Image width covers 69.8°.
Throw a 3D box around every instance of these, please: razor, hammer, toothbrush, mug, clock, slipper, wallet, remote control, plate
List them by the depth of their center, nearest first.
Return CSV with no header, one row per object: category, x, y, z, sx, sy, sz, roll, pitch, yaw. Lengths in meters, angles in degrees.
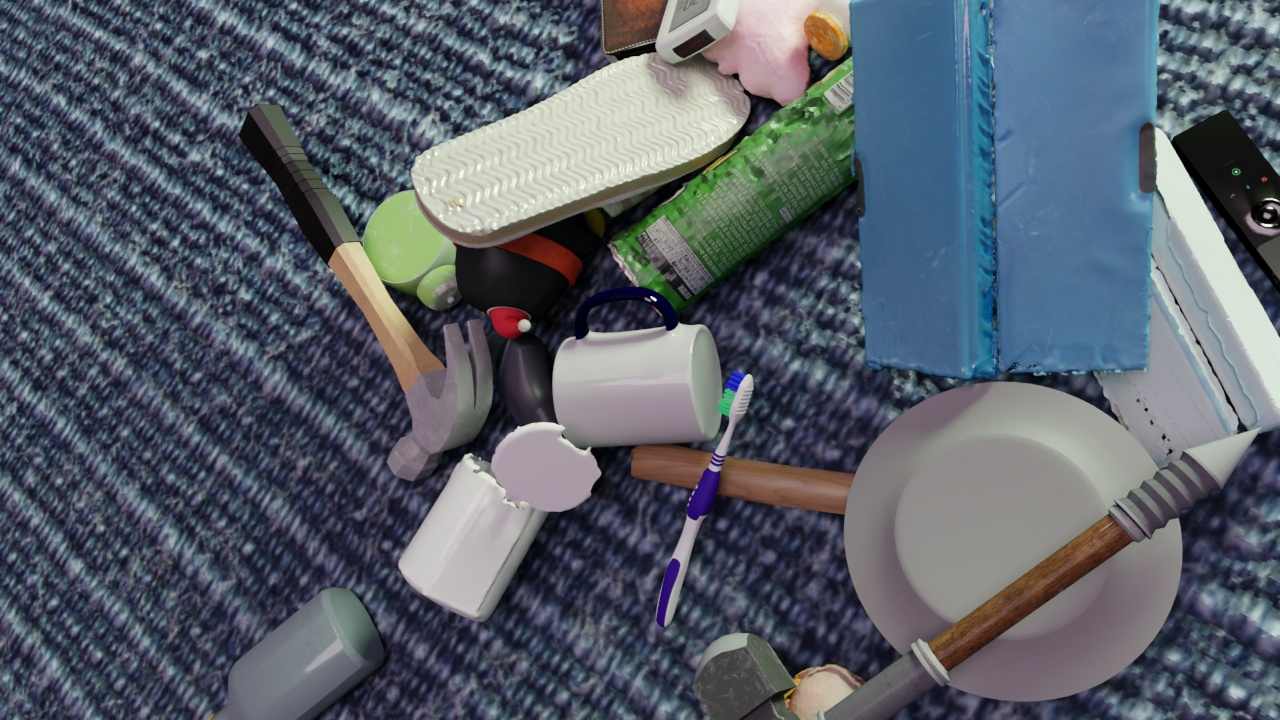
hammer,0.186,0.139,0.489,0.323,0.043,0.156,-41,63,12
plate,0.203,0.099,0.518,0.179,0.012,0.178,-7,74,26
remote control,0.375,-0.082,0.546,0.034,0.013,0.150,-29,70,13
hammer,0.144,0.087,0.582,0.329,0.052,0.098,5,80,25
toothbrush,0.039,0.094,0.606,0.016,0.015,0.187,27,107,31
mug,-0.004,0.004,0.624,0.097,0.078,0.112,-5,113,20
slipper,-0.037,-0.146,0.640,0.262,0.052,0.115,-30,68,-27
razor,-0.071,0.037,0.675,0.052,0.047,0.143,-47,67,32
remote control,0.050,-0.277,0.675,0.060,0.025,0.138,-17,47,40
hammer,-0.222,-0.070,0.710,0.328,0.039,0.131,54,126,16
wallet,0.003,-0.302,0.732,0.072,0.019,0.123,-7,76,19
clock,-0.174,-0.091,0.741,0.119,0.042,0.094,14,84,22

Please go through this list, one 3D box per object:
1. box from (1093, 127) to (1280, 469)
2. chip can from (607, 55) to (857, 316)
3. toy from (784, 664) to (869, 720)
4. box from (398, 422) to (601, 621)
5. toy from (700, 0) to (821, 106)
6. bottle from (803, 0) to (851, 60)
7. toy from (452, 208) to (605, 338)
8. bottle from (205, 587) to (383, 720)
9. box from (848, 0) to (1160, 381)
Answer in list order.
box,0.298,-0.037,0.550,0.096,0.085,0.198,-37,63,42
chip can,0.086,-0.121,0.633,0.223,0.075,0.075,-37,68,9
toy,0.034,0.286,0.567,0.196,0.065,0.264,30,89,19
box,-0.096,0.106,0.635,0.084,0.119,0.160,30,87,-14
toy,0.091,-0.233,0.667,0.093,0.050,0.102,9,72,24
bottle,0.161,-0.253,0.629,0.108,0.063,0.063,-43,66,-10
toy,-0.091,-0.074,0.674,0.098,0.099,0.119,14,82,21
bottle,-0.274,0.248,0.700,0.161,0.046,0.072,-39,68,9
box,0.198,-0.104,0.527,0.173,0.066,0.232,2,104,37
